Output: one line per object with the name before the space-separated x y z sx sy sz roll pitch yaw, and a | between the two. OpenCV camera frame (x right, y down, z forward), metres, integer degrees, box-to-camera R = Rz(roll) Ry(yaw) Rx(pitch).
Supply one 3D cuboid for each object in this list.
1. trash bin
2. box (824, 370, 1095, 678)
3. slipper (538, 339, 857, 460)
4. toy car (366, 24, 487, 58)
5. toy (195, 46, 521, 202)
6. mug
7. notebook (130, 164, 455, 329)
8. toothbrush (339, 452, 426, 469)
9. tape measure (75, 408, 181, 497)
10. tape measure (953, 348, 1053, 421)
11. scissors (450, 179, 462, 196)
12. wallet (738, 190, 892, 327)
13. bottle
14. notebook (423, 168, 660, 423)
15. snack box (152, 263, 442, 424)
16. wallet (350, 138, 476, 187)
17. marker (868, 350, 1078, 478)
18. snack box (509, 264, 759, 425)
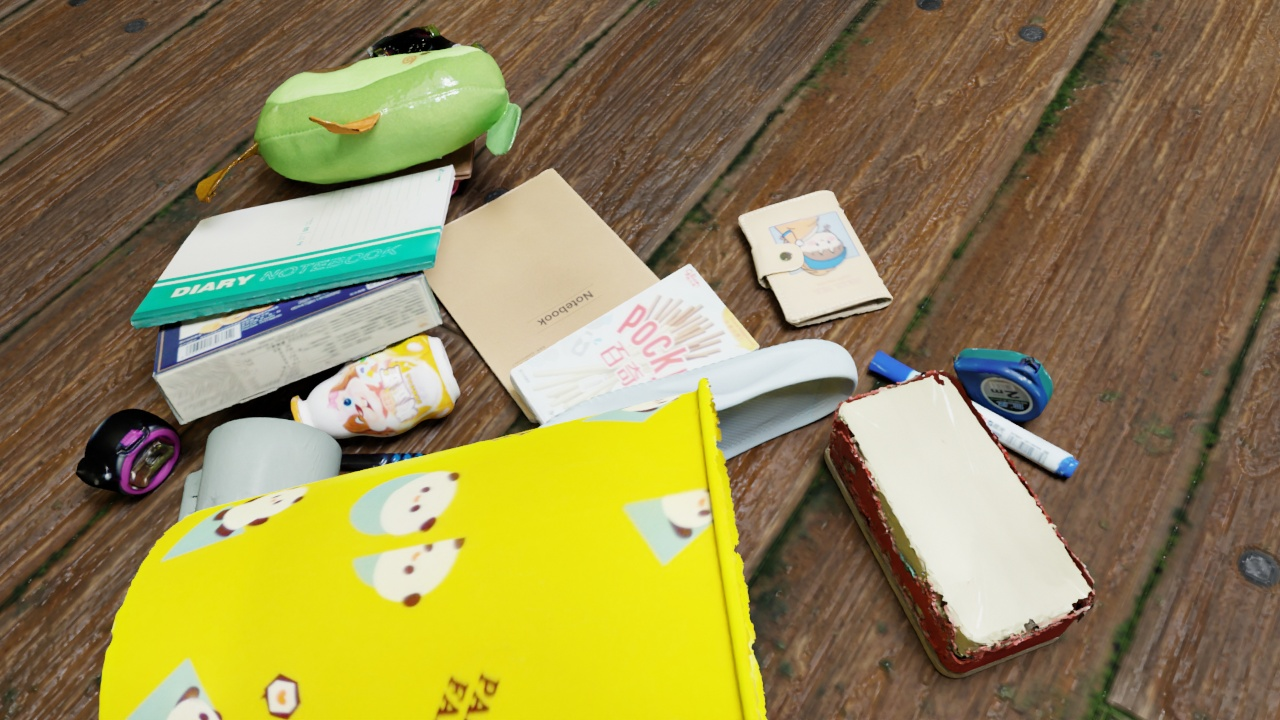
trash bin | -0.073 0.140 0.429 0.255 0.230 0.229 -9 55 5
box | 0.181 0.090 0.544 0.091 0.077 0.168 -18 55 -8
slipper | 0.033 0.057 0.571 0.245 0.104 0.074 -19 62 -16
toy car | -0.194 -0.272 0.848 0.071 0.041 0.156 -35 48 -20
toy | -0.213 -0.186 0.709 0.247 0.090 0.226 -12 22 6
mug | -0.253 0.107 0.584 0.124 0.083 0.103 -22 53 23
notebook | -0.242 -0.085 0.663 0.209 0.012 0.150 -11 36 3
toothbrush | -0.173 0.068 0.632 0.189 0.016 0.014 0 51 7
tape measure | -0.345 0.064 0.627 0.039 0.057 0.057 24 76 14
tape measure | 0.241 0.015 0.603 0.058 0.054 0.025 8 53 51
scissors | -0.215 -0.162 0.795 0.133 0.017 0.057 7 56 15
wallet | 0.128 -0.077 0.698 0.087 0.024 0.115 -12 57 -9
bottle | -0.183 0.023 0.635 0.108 0.063 0.063 -21 56 -8
notebook | -0.075 -0.060 0.714 0.147 0.008 0.207 -32 58 -15
snack box | -0.251 -0.049 0.667 0.177 0.046 0.182 -23 35 -10
wallet | -0.191 -0.181 0.787 0.101 0.020 0.115 -7 42 1
marker | 0.220 0.035 0.614 0.146 0.017 0.016 32 64 24
snack box | -0.004 0.004 0.644 0.156 0.027 0.084 -32 68 -14
